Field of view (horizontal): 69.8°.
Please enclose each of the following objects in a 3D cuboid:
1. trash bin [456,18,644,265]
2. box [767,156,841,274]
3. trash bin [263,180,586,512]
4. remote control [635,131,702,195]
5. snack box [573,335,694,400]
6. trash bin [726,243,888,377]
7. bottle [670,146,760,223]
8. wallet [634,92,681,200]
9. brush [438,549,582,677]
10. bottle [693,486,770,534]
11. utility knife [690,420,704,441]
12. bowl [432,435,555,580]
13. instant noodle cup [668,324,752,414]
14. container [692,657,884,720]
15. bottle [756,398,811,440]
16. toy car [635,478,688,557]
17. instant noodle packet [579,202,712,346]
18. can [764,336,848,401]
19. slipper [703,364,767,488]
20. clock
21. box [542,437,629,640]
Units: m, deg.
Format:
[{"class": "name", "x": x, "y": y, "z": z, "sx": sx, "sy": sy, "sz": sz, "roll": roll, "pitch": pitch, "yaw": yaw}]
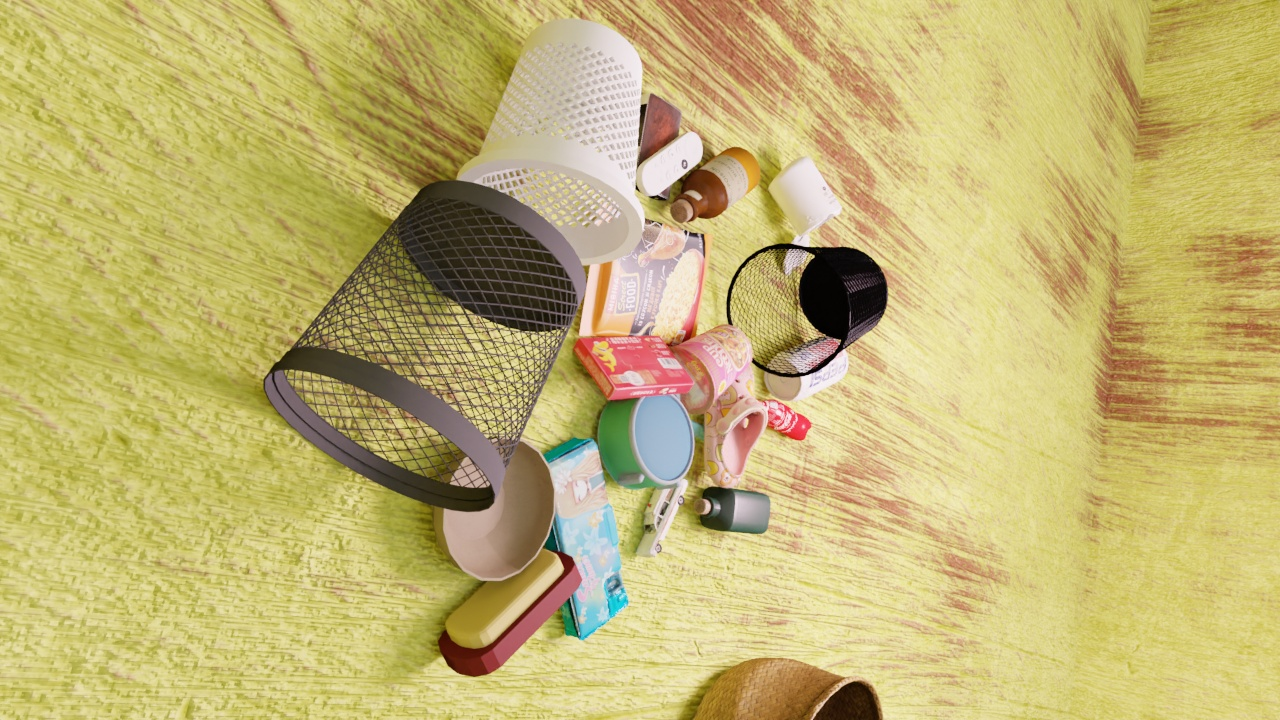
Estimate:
[{"class": "trash bin", "x": -0.079, "y": -0.236, "z": 0.971, "sx": 0.195, "sy": 0.196, "sz": 0.199, "roll": 33, "pitch": 58, "yaw": -44}, {"class": "box", "x": 0.239, "y": -0.219, "z": 1.402, "sx": 0.083, "sy": 0.142, "sz": 0.140, "roll": -30, "pitch": 85, "yaw": -46}, {"class": "trash bin", "x": -0.181, "y": -0.017, "z": 0.838, "sx": 0.218, "sy": 0.218, "sz": 0.226, "roll": 50, "pitch": 53, "yaw": -37}, {"class": "remote control", "x": 0.038, "y": -0.254, "z": 1.180, "sx": 0.136, "sy": 0.013, "sz": 0.043, "roll": -44, "pitch": 123, "yaw": -38}, {"class": "snack box", "x": -0.007, "y": 0.007, "z": 1.116, "sx": 0.132, "sy": 0.089, "sz": 0.021, "roll": -3, "pitch": 136, "yaw": -42}, {"class": "trash bin", "x": 0.256, "y": -0.085, "z": 1.335, "sx": 0.209, "sy": 0.184, "sz": 0.184, "roll": -18, "pitch": 105, "yaw": -54}, {"class": "bottle", "x": 0.095, "y": -0.229, "z": 1.235, "sx": 0.156, "sy": 0.068, "sz": 0.068, "roll": -41, "pitch": 120, "yaw": -39}, {"class": "wallet", "x": 0.019, "y": -0.275, "z": 1.185, "sx": 0.072, "sy": 0.019, "sz": 0.123, "roll": 18, "pitch": 79, "yaw": -47}, {"class": "brush", "x": -0.141, "y": 0.261, "z": 0.985, "sx": 0.172, "sy": 0.082, "sz": 0.042, "roll": -40, "pitch": 120, "yaw": -40}, {"class": "bottle", "x": 0.123, "y": 0.210, "z": 1.290, "sx": 0.131, "sy": 0.061, "sz": 0.061, "roll": 16, "pitch": 78, "yaw": -47}, {"class": "utility knife", "x": 0.066, "y": 0.090, "z": 1.257, "sx": 0.126, "sy": 0.015, "sz": 0.022, "roll": 26, "pitch": 90, "yaw": -45}, {"class": "bowl", "x": -0.163, "y": 0.154, "z": 0.979, "sx": 0.152, "sy": 0.051, "sz": 0.152, "roll": -3, "pitch": 94, "yaw": -48}, {"class": "instant noodle cup", "x": 0.090, "y": 0.004, "z": 1.214, "sx": 0.108, "sy": 0.098, "sz": 0.098, "roll": -33, "pitch": 116, "yaw": -39}, {"class": "container", "x": 0.197, "y": 0.584, "z": 1.292, "sx": 0.306, "sy": 0.197, "sz": 0.307, "roll": 0, "pitch": 90, "yaw": -48}, {"class": "bottle", "x": 0.212, "y": 0.086, "z": 1.399, "sx": 0.141, "sy": 0.042, "sz": 0.042, "roll": 28, "pitch": 71, "yaw": -45}, {"class": "toy car", "x": 0.023, "y": 0.202, "z": 1.201, "sx": 0.039, "sy": 0.039, "sz": 0.112, "roll": 37, "pitch": 63, "yaw": -19}, {"class": "instant noodle packet", "x": 0.013, "y": -0.100, "z": 1.172, "sx": 0.220, "sy": 0.032, "sz": 0.160, "roll": 7, "pitch": 94, "yaw": -48}, {"class": "can", "x": 0.257, "y": 0.013, "z": 1.418, "sx": 0.135, "sy": 0.078, "sz": 0.078, "roll": -20, "pitch": 106, "yaw": -46}, {"class": "slipper", "x": 0.140, "y": 0.080, "z": 1.275, "sx": 0.093, "sy": 0.082, "sz": 0.197, "roll": 28, "pitch": 60, "yaw": -47}, {"class": "clock", "x": 0.005, "y": 0.079, "z": 1.152, "sx": 0.121, "sy": 0.076, "sz": 0.161, "roll": 15, "pitch": 68, "yaw": -46}, {"class": "box", "x": -0.071, "y": 0.211, "z": 1.091, "sx": 0.093, "sy": 0.041, "sz": 0.227, "roll": -26, "pitch": 110, "yaw": -44}]
